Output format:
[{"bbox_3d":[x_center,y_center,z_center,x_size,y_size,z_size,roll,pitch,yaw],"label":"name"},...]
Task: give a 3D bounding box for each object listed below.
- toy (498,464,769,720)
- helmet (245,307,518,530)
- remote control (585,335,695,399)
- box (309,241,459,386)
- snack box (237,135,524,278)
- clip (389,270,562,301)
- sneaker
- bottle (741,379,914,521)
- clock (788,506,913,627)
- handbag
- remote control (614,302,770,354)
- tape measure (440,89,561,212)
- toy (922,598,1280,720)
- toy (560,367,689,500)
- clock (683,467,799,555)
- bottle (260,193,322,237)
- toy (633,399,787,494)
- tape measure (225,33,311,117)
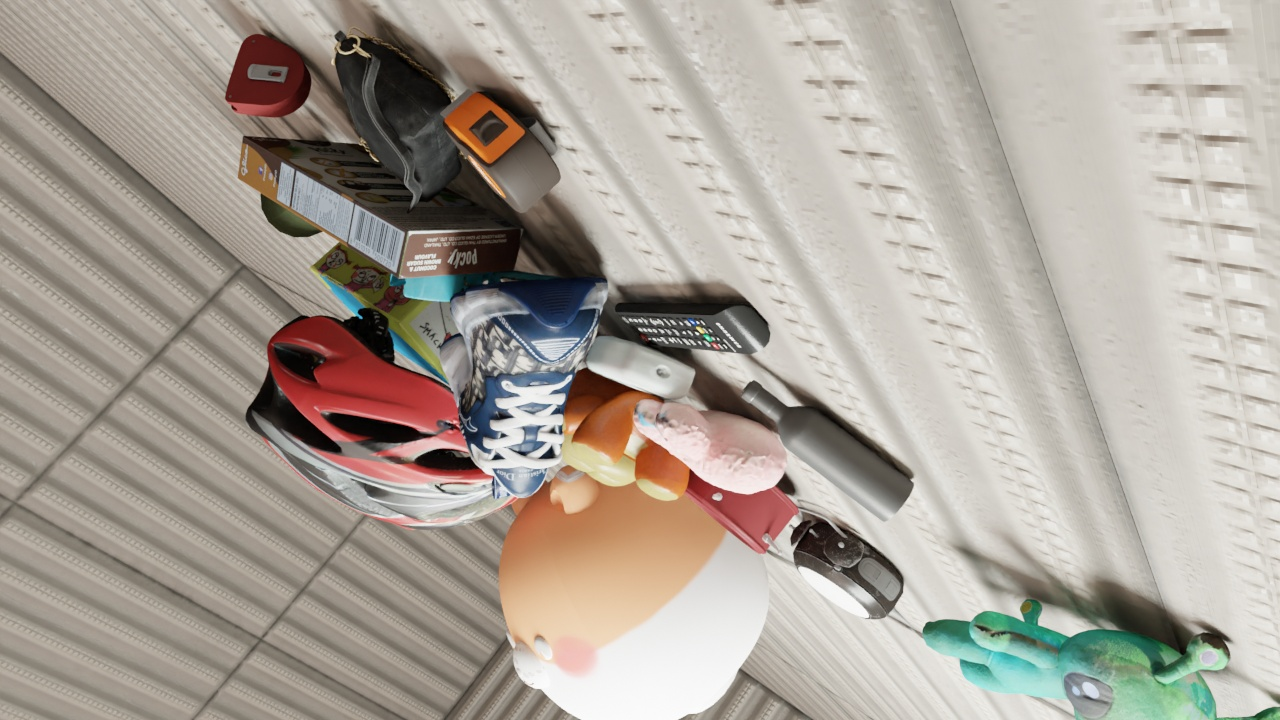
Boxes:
[{"bbox_3d":[-0.019,0.222,0.915,0.281,0.265,0.263,54,152,-9],"label":"toy"},{"bbox_3d":[-0.222,0.062,0.848,0.272,0.166,0.218,28,170,-5],"label":"helmet"},{"bbox_3d":[-0.004,0.004,0.652,0.060,0.028,0.114,22,176,-18],"label":"remote control"},{"bbox_3d":[-0.248,-0.059,0.973,0.221,0.079,0.124,27,157,46],"label":"box"},{"bbox_3d":[-0.184,-0.111,0.644,0.186,0.032,0.100,30,-156,30],"label":"snack box"},{"bbox_3d":[-0.114,-0.055,0.644,0.119,0.027,0.103,-4,-158,-46],"label":"clip"},{"bbox_3d":[-0.082,0.028,0.645,0.103,0.132,0.270,-3,167,-19],"label":"sneaker"},{"bbox_3d":[0.108,0.050,0.548,0.113,0.030,0.030,37,165,4],"label":"bottle"},{"bbox_3d":[0.165,0.173,0.753,0.123,0.043,0.091,44,164,-22],"label":"clock"},{"bbox_3d":[-0.145,-0.141,0.538,0.079,0.054,0.129,43,168,0],"label":"handbag"},{"bbox_3d":[0.026,-0.023,0.554,0.033,0.015,0.147,45,164,-22],"label":"remote control"},{"bbox_3d":[-0.068,-0.111,0.482,0.058,0.038,0.059,51,175,-38],"label":"tape measure"},{"bbox_3d":[0.251,0.175,0.526,0.130,0.072,0.194,42,156,-19],"label":"toy"},{"bbox_3d":[-0.022,0.053,0.749,0.112,0.096,0.176,31,-168,-19],"label":"toy"},{"bbox_3d":[0.075,0.110,0.750,0.096,0.048,0.138,41,173,-11],"label":"clock"},{"bbox_3d":[-0.293,-0.151,0.821,0.071,0.071,0.207,45,164,-23],"label":"bottle"},{"bbox_3d":[0.047,0.057,0.642,0.105,0.053,0.108,25,175,-23],"label":"toy"},{"bbox_3d":[-0.257,-0.200,0.640,0.051,0.059,0.019,6,161,4],"label":"tape measure"}]
